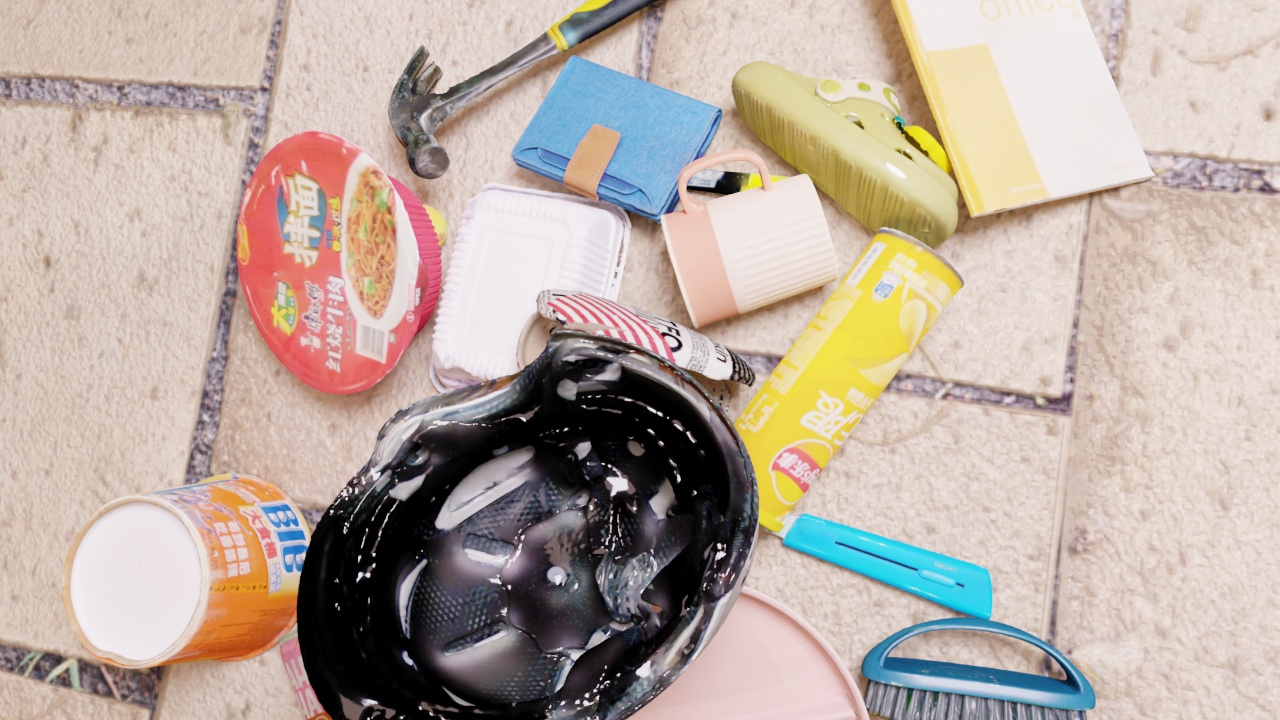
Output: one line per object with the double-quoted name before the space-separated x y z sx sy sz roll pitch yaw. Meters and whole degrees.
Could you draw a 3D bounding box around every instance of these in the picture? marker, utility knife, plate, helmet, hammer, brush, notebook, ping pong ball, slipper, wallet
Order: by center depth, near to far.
"helmet" -0.054 0.124 0.571 0.274 0.157 0.230 -37 64 -2
"brush" 0.217 0.205 0.595 0.144 0.055 0.073 5 85 13
"plate" 0.043 0.261 0.629 0.230 0.028 0.229 0 90 15
"notebook" 0.256 -0.206 0.634 0.145 0.010 0.206 -13 80 -14
"utility knife" 0.164 0.137 0.635 0.160 0.018 0.034 17 87 15
"slipper" 0.151 -0.159 0.639 0.190 0.091 0.081 40 88 15
"marker" 0.064 -0.133 0.692 0.124 0.015 0.018 9 81 16
"wallet" -0.019 -0.169 0.695 0.133 0.040 0.106 25 77 17
"hammer" -0.050 -0.259 0.706 0.323 0.032 0.126 -30 52 1
"ping pong ball" -0.173 -0.103 0.724 0.040 0.040 0.040 -2 83 12

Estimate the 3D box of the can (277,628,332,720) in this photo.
"can" -0.216 0.264 0.679 0.058 0.058 0.147 -27 79 7

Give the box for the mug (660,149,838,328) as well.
"mug" 0.072 -0.091 0.640 0.106 0.081 0.114 -17 114 7

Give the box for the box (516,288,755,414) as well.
"box" -0.006 0.007 0.641 0.163 0.076 0.088 16 110 -17

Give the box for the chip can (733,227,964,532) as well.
"chip can" 0.128 0.013 0.630 0.072 0.072 0.213 36 91 14

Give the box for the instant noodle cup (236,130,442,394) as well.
"instant noodle cup" -0.218 -0.073 0.694 0.194 0.065 0.194 7 103 31

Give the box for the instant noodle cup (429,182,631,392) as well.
"instant noodle cup" -0.090 -0.050 0.691 0.138 0.060 0.173 12 87 13

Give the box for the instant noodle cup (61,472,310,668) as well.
"instant noodle cup" -0.343 0.160 0.692 0.151 0.111 0.151 -2 83 12
